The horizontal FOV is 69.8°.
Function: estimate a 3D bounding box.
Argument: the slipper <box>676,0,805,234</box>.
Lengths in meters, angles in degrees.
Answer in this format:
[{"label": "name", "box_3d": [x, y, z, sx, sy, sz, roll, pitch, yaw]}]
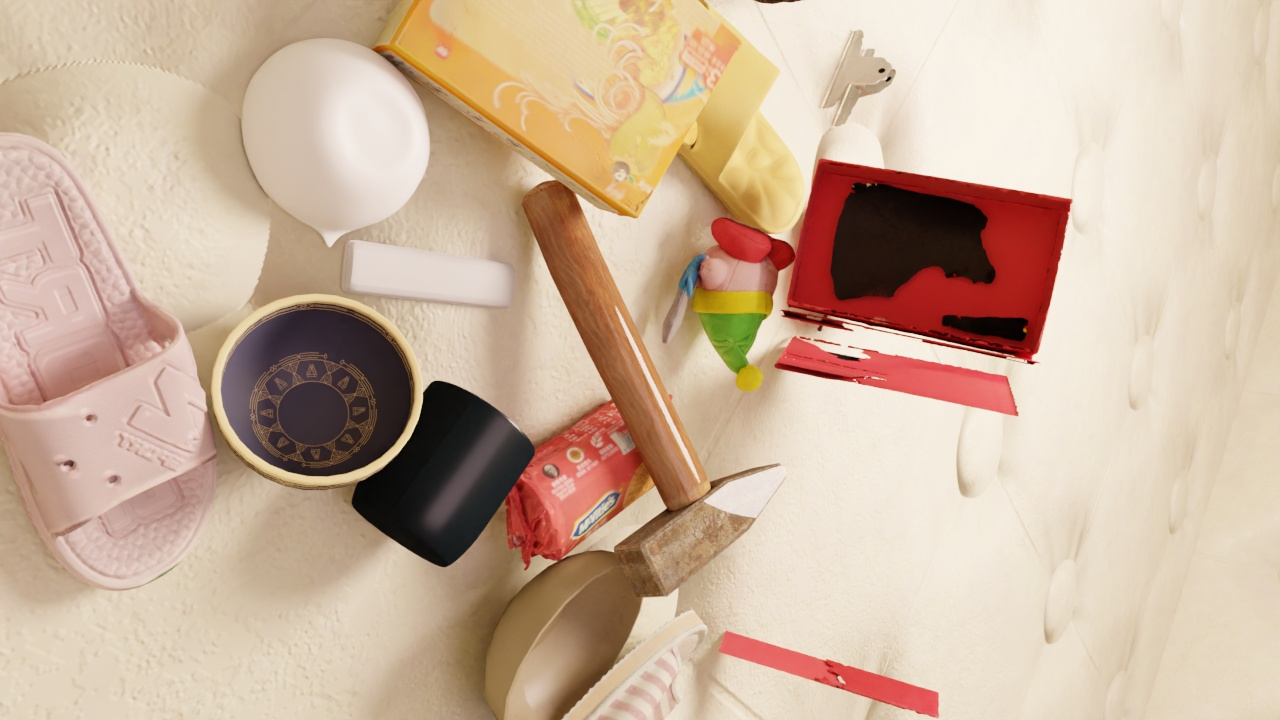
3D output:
[{"label": "slipper", "box_3d": [0.077, -0.206, 0.772, 0.263, 0.078, 0.099, 46, 68, -37]}]

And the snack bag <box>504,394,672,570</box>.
[{"label": "snack bag", "box_3d": [-0.038, 0.083, 0.706, 0.175, 0.082, 0.082, -31, 117, -39]}]

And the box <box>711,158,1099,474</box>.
[{"label": "box", "box_3d": [0.201, -0.058, 0.670, 0.351, 0.217, 0.198, -2, 105, -74]}]

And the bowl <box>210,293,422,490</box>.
[{"label": "bowl", "box_3d": [-0.190, 0.024, 0.538, 0.112, 0.061, 0.112, 9, 67, -21]}]

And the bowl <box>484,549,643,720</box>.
[{"label": "bowl", "box_3d": [-0.064, 0.204, 0.693, 0.152, 0.050, 0.153, -38, 144, -34]}]

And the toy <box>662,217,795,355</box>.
[{"label": "toy", "box_3d": [0.083, -0.050, 0.795, 0.124, 0.097, 0.131, 9, 109, -56]}]

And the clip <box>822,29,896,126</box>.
[{"label": "clip", "box_3d": [0.224, -0.291, 0.932, 0.056, 0.056, 0.102, 26, 75, -12]}]

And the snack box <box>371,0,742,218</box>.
[{"label": "snack box", "box_3d": [-0.053, -0.209, 0.606, 0.195, 0.081, 0.145, 31, 89, -31]}]

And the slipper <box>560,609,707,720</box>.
[{"label": "slipper", "box_3d": [-0.030, 0.305, 0.739, 0.262, 0.052, 0.115, -34, 151, -33]}]

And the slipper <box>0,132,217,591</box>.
[{"label": "slipper", "box_3d": [-0.274, 0.006, 0.457, 0.094, 0.064, 0.239, -29, 115, -39]}]

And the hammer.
[{"label": "hammer", "box_3d": [-0.004, 0.004, 0.680, 0.157, 0.037, 0.301, -29, 95, -39]}]

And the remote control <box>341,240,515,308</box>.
[{"label": "remote control", "box_3d": [-0.139, -0.057, 0.621, 0.130, 0.012, 0.033, 3, 94, -46]}]

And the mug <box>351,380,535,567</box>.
[{"label": "mug", "box_3d": [-0.144, 0.065, 0.595, 0.121, 0.085, 0.094, 38, 66, -12]}]

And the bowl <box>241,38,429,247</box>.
[{"label": "bowl", "box_3d": [-0.171, -0.135, 0.547, 0.114, 0.051, 0.115, -9, 103, -45]}]

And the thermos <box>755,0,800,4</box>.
[{"label": "thermos", "box_3d": [0.181, -0.399, 0.791, 0.225, 0.173, 0.173, -30, 117, -32]}]
